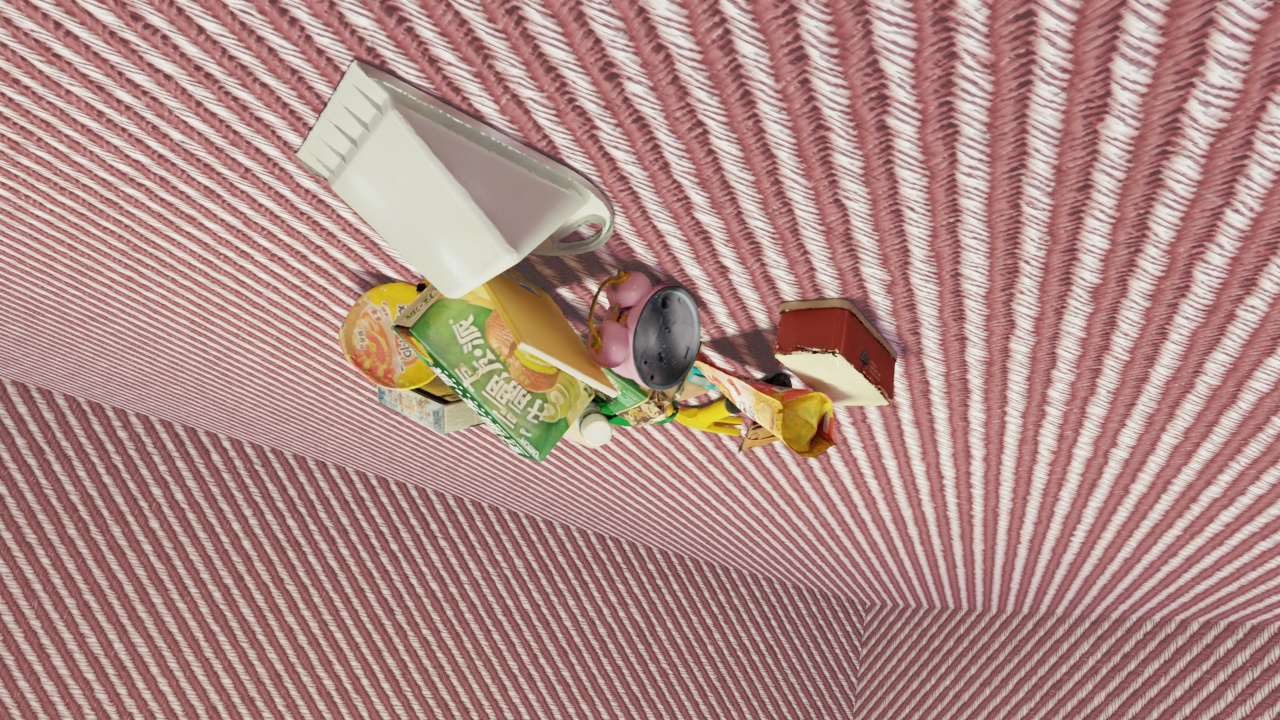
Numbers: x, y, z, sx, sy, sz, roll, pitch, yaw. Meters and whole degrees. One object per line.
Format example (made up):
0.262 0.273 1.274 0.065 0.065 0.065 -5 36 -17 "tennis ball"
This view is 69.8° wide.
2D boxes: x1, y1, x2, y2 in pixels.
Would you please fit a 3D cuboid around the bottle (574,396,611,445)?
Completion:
-0.077 0.061 1.221 0.080 0.044 0.195 66 173 -22 "bottle"

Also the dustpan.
-0.160 -0.168 0.871 0.258 0.142 0.223 50 149 -15 "dustpan"

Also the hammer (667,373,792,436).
0.137 0.065 1.352 0.128 0.032 0.301 17 162 -16 "hammer"

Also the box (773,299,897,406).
0.219 0.003 1.030 0.091 0.080 0.168 -1 157 36 "box"

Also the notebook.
-0.113 -0.048 0.991 0.145 0.010 0.206 30 -164 -44 "notebook"

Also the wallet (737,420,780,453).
0.199 0.100 1.363 0.119 0.035 0.131 -18 163 -5 "wallet"

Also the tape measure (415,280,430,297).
-0.251 -0.084 1.152 0.057 0.028 0.060 -1 158 33 "tape measure"

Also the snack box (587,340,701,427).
-0.007 0.007 1.167 0.105 0.117 0.118 32 155 -18 "snack box"

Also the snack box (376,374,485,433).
-0.252 0.044 1.310 0.177 0.046 0.183 -13 -159 -41 "snack box"

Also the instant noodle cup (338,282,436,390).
-0.326 -0.028 1.220 0.138 0.138 0.110 18 170 -18 "instant noodle cup"

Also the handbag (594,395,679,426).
-0.018 0.057 1.339 0.120 0.068 0.131 19 166 -20 "handbag"

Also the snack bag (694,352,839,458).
0.150 0.047 1.113 0.128 0.073 0.208 32 179 -27 "snack bag"

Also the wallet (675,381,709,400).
0.036 0.031 1.339 0.101 0.020 0.115 19 163 -14 "wallet"

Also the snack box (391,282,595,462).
-0.169 0.002 1.088 0.063 0.114 0.240 9 144 53 "snack box"

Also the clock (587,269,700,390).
-0.001 -0.035 1.008 0.060 0.117 0.158 12 168 39 "clock"

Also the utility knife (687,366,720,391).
0.055 0.017 1.273 0.151 0.013 0.029 16 123 -13 "utility knife"

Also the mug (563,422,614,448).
-0.115 0.081 1.509 0.103 0.084 0.125 27 -177 -37 "mug"
